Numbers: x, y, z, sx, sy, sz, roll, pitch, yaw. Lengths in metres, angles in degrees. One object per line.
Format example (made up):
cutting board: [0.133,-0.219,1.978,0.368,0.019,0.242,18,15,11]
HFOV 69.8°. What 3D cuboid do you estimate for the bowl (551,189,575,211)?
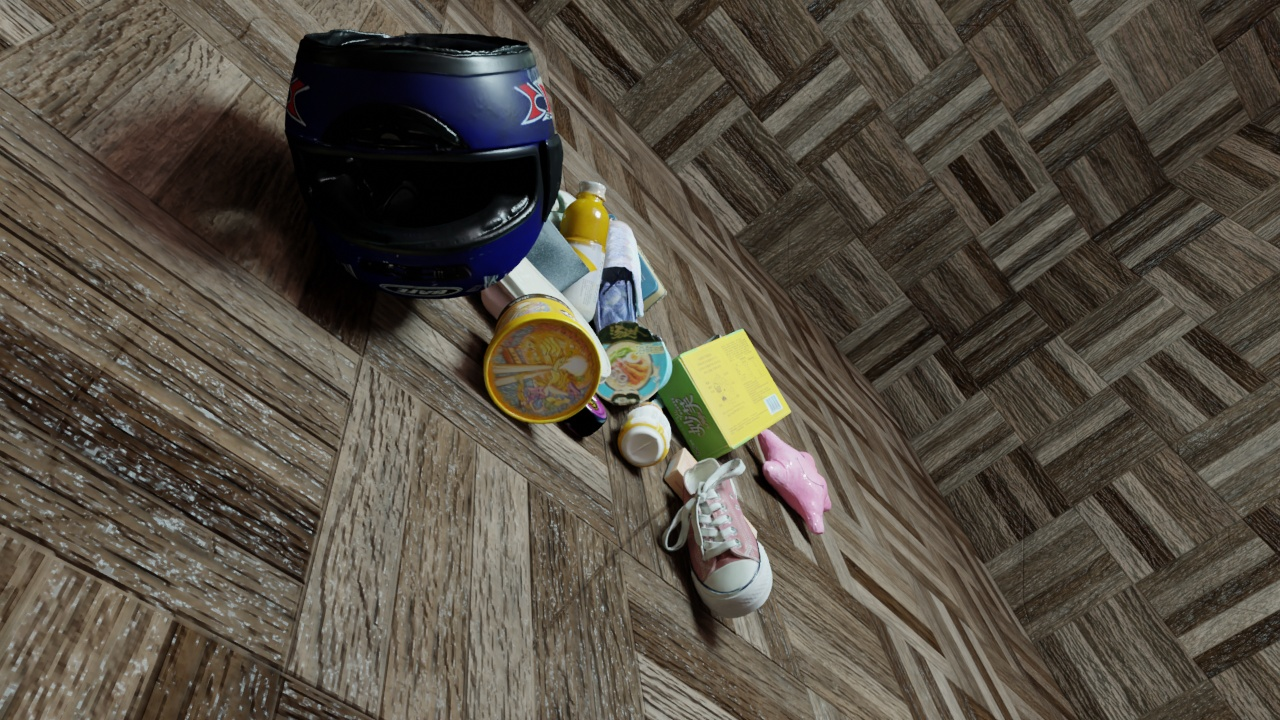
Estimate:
bowl: [-0.127,-0.188,1.355,0.062,0.114,0.113,-33,82,-31]

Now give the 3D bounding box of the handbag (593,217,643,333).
handbag: [-0.035,-0.115,1.355,0.193,0.075,0.134,-96,-178,-60]

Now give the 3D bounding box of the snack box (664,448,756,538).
snack box: [0.094,0.193,1.212,0.157,0.026,0.084,49,16,-5]

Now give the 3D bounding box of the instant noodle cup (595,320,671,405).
instant noodle cup: [-0.007,0.007,1.230,0.111,0.111,0.120,54,8,10]

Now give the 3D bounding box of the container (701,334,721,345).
container: [0.135,0.035,1.565,0.114,0.090,0.090,49,17,-17]

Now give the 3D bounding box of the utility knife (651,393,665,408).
utility knife: [0.037,0.054,1.386,0.029,0.013,0.216,53,14,2]

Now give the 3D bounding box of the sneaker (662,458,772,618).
sneaker: [0.083,0.185,1.047,0.088,0.118,0.240,60,10,-31]

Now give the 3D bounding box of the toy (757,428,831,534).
toy: [0.263,0.193,1.573,0.194,0.075,0.178,50,25,-3]

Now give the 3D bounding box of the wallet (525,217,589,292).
wallet: [-0.139,-0.133,1.178,0.121,0.097,0.019,52,-9,2]

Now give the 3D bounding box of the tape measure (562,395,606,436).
tape measure: [-0.069,0.059,1.045,0.057,0.039,0.057,37,16,-39]

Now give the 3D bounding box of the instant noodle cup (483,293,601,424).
instant noodle cup: [-0.106,-0.009,0.970,0.118,0.118,0.114,44,9,-23]

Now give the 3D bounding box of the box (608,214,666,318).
box: [-0.030,-0.148,1.516,0.184,0.090,0.060,57,11,25]

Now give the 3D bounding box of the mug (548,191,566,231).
mug: [-0.141,-0.184,1.255,0.082,0.112,0.106,35,4,32]

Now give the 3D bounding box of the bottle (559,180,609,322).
bottle: [-0.081,-0.144,1.225,0.068,0.068,0.189,20,79,-60]

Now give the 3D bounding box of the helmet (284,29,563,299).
helmet: [-0.195,-0.173,0.842,0.315,0.247,0.241,-100,-169,-69]

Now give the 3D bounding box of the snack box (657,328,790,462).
snack box: [0.124,0.051,1.392,0.209,0.070,0.157,-22,81,-54]

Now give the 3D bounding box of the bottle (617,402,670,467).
bottle: [0.007,0.087,1.141,0.063,0.063,0.108,48,17,-11]

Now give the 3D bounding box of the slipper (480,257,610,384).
slipper: [-0.140,-0.071,1.089,0.274,0.054,0.114,48,19,-5]
